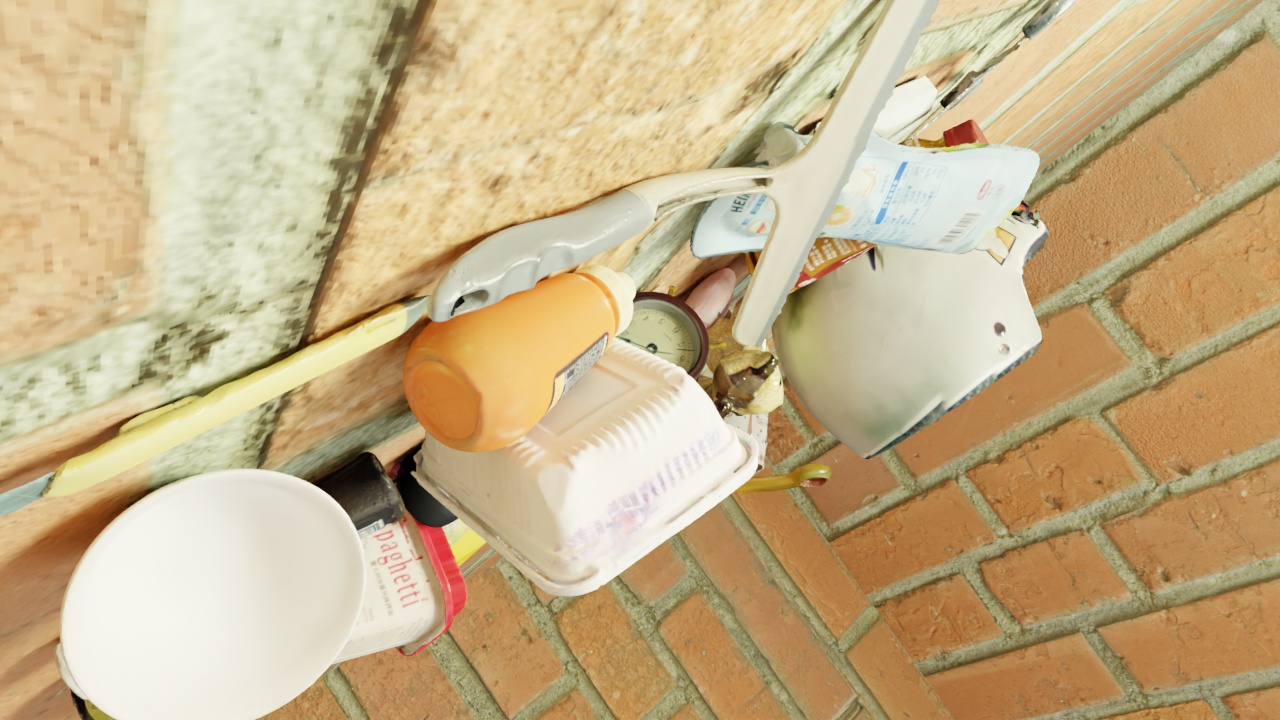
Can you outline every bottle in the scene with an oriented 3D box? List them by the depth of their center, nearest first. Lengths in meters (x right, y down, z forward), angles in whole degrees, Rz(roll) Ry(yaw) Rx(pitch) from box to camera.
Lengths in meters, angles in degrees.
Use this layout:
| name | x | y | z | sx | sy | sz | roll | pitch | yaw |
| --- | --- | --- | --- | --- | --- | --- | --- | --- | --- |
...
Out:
| name | x | y | z | sx | sy | sz | roll | pitch | yaw |
| --- | --- | --- | --- | --- | --- | --- | --- | --- | --- |
| bottle | -0.048 | -0.012 | 0.455 | 0.067 | 0.067 | 0.149 | -42 | 177 | 41 |
| bottle | -0.232 | 0.123 | 0.531 | 0.194 | 0.044 | 0.080 | -32 | 171 | -20 |
| bottle | 0.155 | -0.105 | 0.635 | 0.175 | 0.057 | 0.057 | -27 | 177 | 30 |

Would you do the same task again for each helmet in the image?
| name | x | y | z | sx | sy | sz | roll | pitch | yaw |
| --- | --- | --- | --- | --- | --- | --- | --- | --- | --- |
| helmet | 0.195 | -0.064 | 0.753 | 0.231 | 0.157 | 0.273 | -41 | -159 | 46 |

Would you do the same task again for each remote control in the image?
| name | x | y | z | sx | sy | sz | roll | pitch | yaw |
| --- | --- | --- | --- | --- | --- | --- | --- | --- | --- |
| remote control | 0.136 | -0.141 | 0.570 | 0.124 | 0.024 | 0.049 | -29 | 170 | -33 |

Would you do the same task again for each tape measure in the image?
| name | x | y | z | sx | sy | sz | roll | pitch | yaw |
| --- | --- | --- | --- | --- | --- | --- | --- | --- | --- |
| tape measure | -0.143 | 0.087 | 0.637 | 0.039 | 0.057 | 0.057 | -36 | -179 | 14 |

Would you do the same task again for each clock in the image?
| name | x | y | z | sx | sy | sz | roll | pitch | yaw |
| --- | --- | --- | --- | --- | --- | --- | --- | --- | --- |
| clock | -0.004 | 0.004 | 0.633 | 0.121 | 0.082 | 0.055 | -36 | 169 | -25 |

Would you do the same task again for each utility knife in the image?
| name | x | y | z | sx | sy | sz | roll | pitch | yaw |
| --- | --- | --- | --- | --- | --- | --- | --- | --- | --- |
| utility knife | -0.162 | 0.024 | 0.320 | 0.215 | 0.022 | 0.031 | -38 | 175 | -38 |

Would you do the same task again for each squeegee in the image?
| name | x | y | z | sx | sy | sz | roll | pitch | yaw |
| --- | --- | --- | --- | --- | --- | --- | --- | --- | --- |
| squeegee | 0.005 | -0.065 | 0.419 | 0.245 | 0.039 | 0.247 | -23 | 149 | -35 |

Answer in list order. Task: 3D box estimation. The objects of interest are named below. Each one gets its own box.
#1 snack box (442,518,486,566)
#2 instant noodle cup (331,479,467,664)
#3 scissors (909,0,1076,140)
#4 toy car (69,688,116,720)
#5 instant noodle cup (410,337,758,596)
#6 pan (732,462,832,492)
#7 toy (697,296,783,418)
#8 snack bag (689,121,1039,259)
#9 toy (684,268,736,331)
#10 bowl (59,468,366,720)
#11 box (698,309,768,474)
| name | x | y | z | sx | sy | sz | roll | pitch | yaw |
| --- | --- | --- | --- | --- | --- | --- | --- | --- | --- |
| snack box | -0.251 | 0.198 | 0.801 | 0.209 | 0.070 | 0.158 | -28 | 170 | -42 |
| instant noodle cup | -0.207 | 0.160 | 0.648 | 0.124 | 0.116 | 0.117 | -13 | 159 | -41 |
| scissors | 0.228 | -0.193 | 0.602 | 0.179 | 0.014 | 0.160 | -41 | 179 | -15 |
| toy car | -0.333 | 0.230 | 0.642 | 0.042 | 0.070 | 0.158 | -36 | 173 | -2 |
| instant noodle cup | -0.039 | 0.035 | 0.490 | 0.137 | 0.060 | 0.173 | -31 | -144 | -27 |
| pan | 0.005 | 0.114 | 0.841 | 0.358 | 0.078 | 0.197 | -20 | 150 | 30 |
| toy | 0.079 | -0.005 | 0.709 | 0.105 | 0.066 | 0.157 | -49 | -169 | 20 |
| snack bag | 0.131 | -0.095 | 0.541 | 0.190 | 0.038 | 0.111 | -1 | 159 | -22 |
| toy | 0.021 | -0.014 | 0.764 | 0.159 | 0.054 | 0.121 | -43 | 173 | 1 |
| bowl | -0.190 | 0.094 | 0.406 | 0.118 | 0.118 | 0.065 | -32 | -150 | -25 |
| box | 0.032 | 0.040 | 0.980 | 0.183 | 0.152 | 0.174 | -40 | -146 | 54 |
